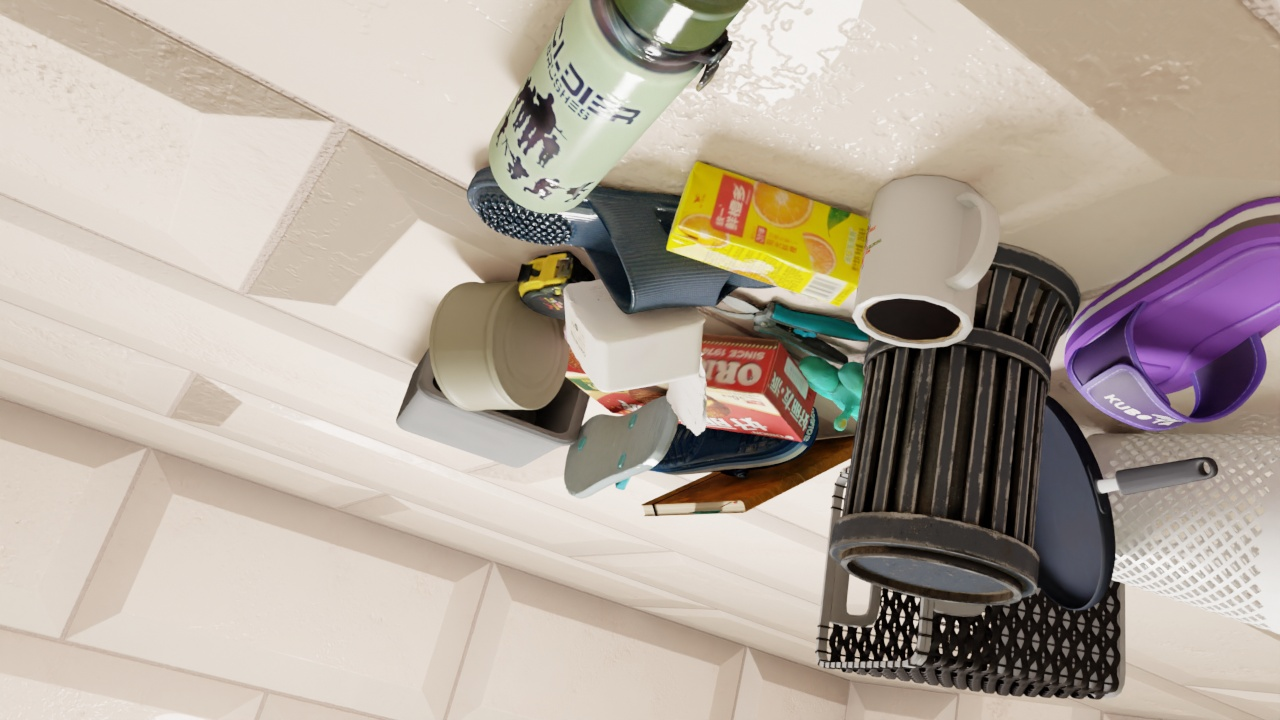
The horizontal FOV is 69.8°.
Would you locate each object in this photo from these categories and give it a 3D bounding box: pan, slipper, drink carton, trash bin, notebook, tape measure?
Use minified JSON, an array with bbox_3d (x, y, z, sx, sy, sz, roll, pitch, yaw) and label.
[{"bbox_3d":[0.366,0.105,0.747,0.021,0.198,0.357,-11,167,-1],"label":"pan"},{"bbox_3d":[-0.016,0.102,0.967,0.054,0.098,0.269,27,160,-17],"label":"slipper"},{"bbox_3d":[0.090,-0.089,0.653,0.134,0.058,0.043,18,158,-4],"label":"drink carton"},{"bbox_3d":[0.088,0.084,1.016,0.253,0.105,0.095,-5,155,42],"label":"slipper"},{"bbox_3d":[0.227,0.052,0.679,0.164,0.227,0.164,13,159,5],"label":"trash bin"},{"bbox_3d":[0.125,0.130,1.023,0.248,0.014,0.179,-17,-178,-39],"label":"notebook"},{"bbox_3d":[0.380,-0.005,0.637,0.107,0.083,0.267,14,158,3],"label":"slipper"},{"bbox_3d":[-0.014,-0.079,0.717,0.263,0.082,0.101,14,161,3],"label":"slipper"},{"bbox_3d":[0.500,0.141,0.808,0.195,0.195,0.200,32,162,-38],"label":"trash bin"},{"bbox_3d":[-0.187,0.051,1.127,0.191,0.097,0.220,21,159,-16],"label":"trash bin"},{"bbox_3d":[-0.075,-0.068,0.838,0.072,0.042,0.071,-4,158,30],"label":"tape measure"}]

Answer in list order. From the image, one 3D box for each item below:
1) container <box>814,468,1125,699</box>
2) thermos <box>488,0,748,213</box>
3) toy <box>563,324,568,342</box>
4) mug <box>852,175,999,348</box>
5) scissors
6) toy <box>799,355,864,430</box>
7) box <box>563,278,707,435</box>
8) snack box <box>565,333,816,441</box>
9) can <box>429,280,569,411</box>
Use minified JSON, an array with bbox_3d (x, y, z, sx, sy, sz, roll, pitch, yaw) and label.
[{"bbox_3d":[0.377,0.253,1.063,0.243,0.247,0.246,15,159,-9],"label":"container"},{"bbox_3d":[-0.016,-0.160,0.522,0.082,0.082,0.232,22,157,-19],"label":"thermos"},{"bbox_3d":[-0.038,-0.030,0.878,0.063,0.047,0.110,-19,180,-19],"label":"toy"},{"bbox_3d":[0.192,-0.068,0.597,0.073,0.089,0.105,22,158,-17],"label":"mug"},{"bbox_3d":[0.142,-0.027,0.826,0.157,0.019,0.124,4,154,30],"label":"scissors"},{"bbox_3d":[0.216,0.042,0.850,0.131,0.072,0.193,10,168,44],"label":"toy"},{"bbox_3d":[0.006,0.005,0.794,0.128,0.108,0.137,-10,125,-18],"label":"box"},{"bbox_3d":[0.046,0.020,0.927,0.237,0.060,0.113,7,157,33],"label":"snack box"},{"bbox_3d":[-0.133,-0.014,0.889,0.073,0.127,0.128,-1,154,30],"label":"can"}]
